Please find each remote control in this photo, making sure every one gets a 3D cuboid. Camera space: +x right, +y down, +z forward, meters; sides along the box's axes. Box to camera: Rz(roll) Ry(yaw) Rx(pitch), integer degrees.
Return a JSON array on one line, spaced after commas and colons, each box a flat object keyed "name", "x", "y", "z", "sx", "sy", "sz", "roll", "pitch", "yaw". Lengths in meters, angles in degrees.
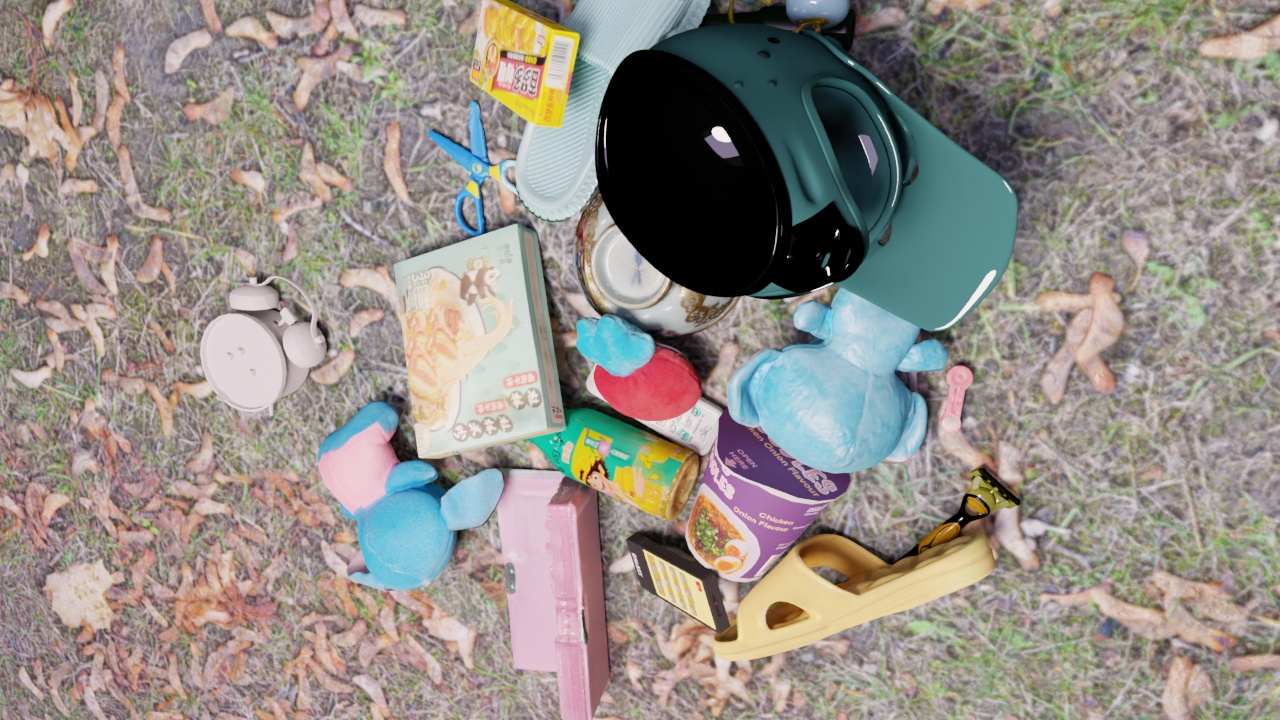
[{"name": "remote control", "x": 0.032, "y": 0.203, "z": 0.847, "sx": 0.134, "sy": 0.013, "sz": 0.058, "roll": 11, "pitch": 122, "yaw": 58}, {"name": "remote control", "x": 0.015, "y": 0.036, "z": 0.854, "sx": 0.133, "sy": 0.022, "sz": 0.050, "roll": 30, "pitch": 112, "yaw": 10}]

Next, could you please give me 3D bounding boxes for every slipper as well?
[{"name": "slipper", "x": -0.039, "y": -0.242, "z": 0.766, "sx": 0.116, "sy": 0.069, "sz": 0.277, "roll": 42, "pitch": 113, "yaw": 25}, {"name": "slipper", "x": 0.170, "y": 0.187, "z": 0.792, "sx": 0.264, "sy": 0.099, "sz": 0.078, "roll": -28, "pitch": 79, "yaw": 32}]

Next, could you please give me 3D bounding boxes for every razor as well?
[{"name": "razor", "x": 0.261, "y": 0.154, "z": 0.799, "sx": 0.044, "sy": 0.021, "sz": 0.144, "roll": 42, "pitch": 115, "yaw": 5}]

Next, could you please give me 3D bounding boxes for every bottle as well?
[{"name": "bottle", "x": -0.051, "y": 0.080, "z": 0.863, "sx": 0.210, "sy": 0.068, "sz": 0.068, "roll": 21, "pitch": 110, "yaw": 21}, {"name": "bottle", "x": 0.109, "y": -0.268, "z": 0.738, "sx": 0.123, "sy": 0.033, "sz": 0.033, "roll": 10, "pitch": 107, "yaw": 18}]

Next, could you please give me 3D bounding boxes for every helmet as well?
[{"name": "helmet", "x": 0.108, "y": -0.129, "z": 0.647, "sx": 0.274, "sy": 0.199, "sz": 0.177, "roll": 49, "pitch": 135, "yaw": 39}]

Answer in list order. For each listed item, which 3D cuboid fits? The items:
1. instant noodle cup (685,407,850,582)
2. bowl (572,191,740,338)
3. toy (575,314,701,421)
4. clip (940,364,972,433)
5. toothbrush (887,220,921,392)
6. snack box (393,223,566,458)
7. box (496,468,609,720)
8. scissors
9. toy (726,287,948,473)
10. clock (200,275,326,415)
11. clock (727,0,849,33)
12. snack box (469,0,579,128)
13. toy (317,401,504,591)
[{"name": "instant noodle cup", "x": 0.094, "y": 0.123, "z": 0.798, "sx": 0.122, "sy": 0.136, "sz": 0.122, "roll": 46, "pitch": 127, "yaw": 33}, {"name": "bowl", "x": 0.007, "y": -0.088, "z": 0.786, "sx": 0.160, "sy": 0.093, "sz": 0.160, "roll": 5, "pitch": 105, "yaw": 18}, {"name": "toy", "x": -0.005, "y": 0.005, "z": 0.790, "sx": 0.092, "sy": 0.062, "sz": 0.133, "roll": -14, "pitch": 131, "yaw": 32}, {"name": "clip", "x": 0.264, "y": 0.034, "z": 0.769, "sx": 0.023, "sy": 0.045, "sz": 0.060, "roll": 10, "pitch": 74, "yaw": 14}, {"name": "toothbrush", "x": 0.223, "y": -0.035, "z": 0.764, "sx": 0.019, "sy": 0.018, "sz": 0.188, "roll": -4, "pitch": 102, "yaw": 21}, {"name": "snack box", "x": -0.152, "y": -0.015, "z": 0.860, "sx": 0.142, "sy": 0.044, "sz": 0.193, "roll": -14, "pitch": 79, "yaw": 23}, {"name": "box", "x": -0.099, "y": 0.230, "z": 0.906, "sx": 0.116, "sy": 0.106, "sz": 0.233, "roll": -1, "pitch": 105, "yaw": 11}, {"name": "scissors", "x": -0.145, "y": -0.179, "z": 0.861, "sx": 0.123, "sy": 0.016, "sz": 0.125, "roll": 0, "pitch": 103, "yaw": 15}, {"name": "toy", "x": 0.164, "y": 0.002, "z": 0.743, "sx": 0.183, "sy": 0.115, "sz": 0.181, "roll": 15, "pitch": 103, "yaw": -14}, {"name": "clock", "x": -0.397, "y": -0.017, "z": 0.966, "sx": 0.120, "sy": 0.061, "sz": 0.159, "roll": 41, "pitch": 114, "yaw": 6}, {"name": "clock", "x": 0.121, "y": -0.315, "z": 0.688, "sx": 0.118, "sy": 0.060, "sz": 0.162, "roll": 36, "pitch": 100, "yaw": 20}, {"name": "snack box", "x": -0.100, "y": -0.252, "z": 0.769, "sx": 0.152, "sy": 0.025, "sz": 0.075, "roll": 44, "pitch": 127, "yaw": 48}, {"name": "toy", "x": -0.249, "y": 0.137, "z": 0.934, "sx": 0.225, "sy": 0.098, "sz": 0.191, "roll": -34, "pitch": 85, "yaw": 32}]
